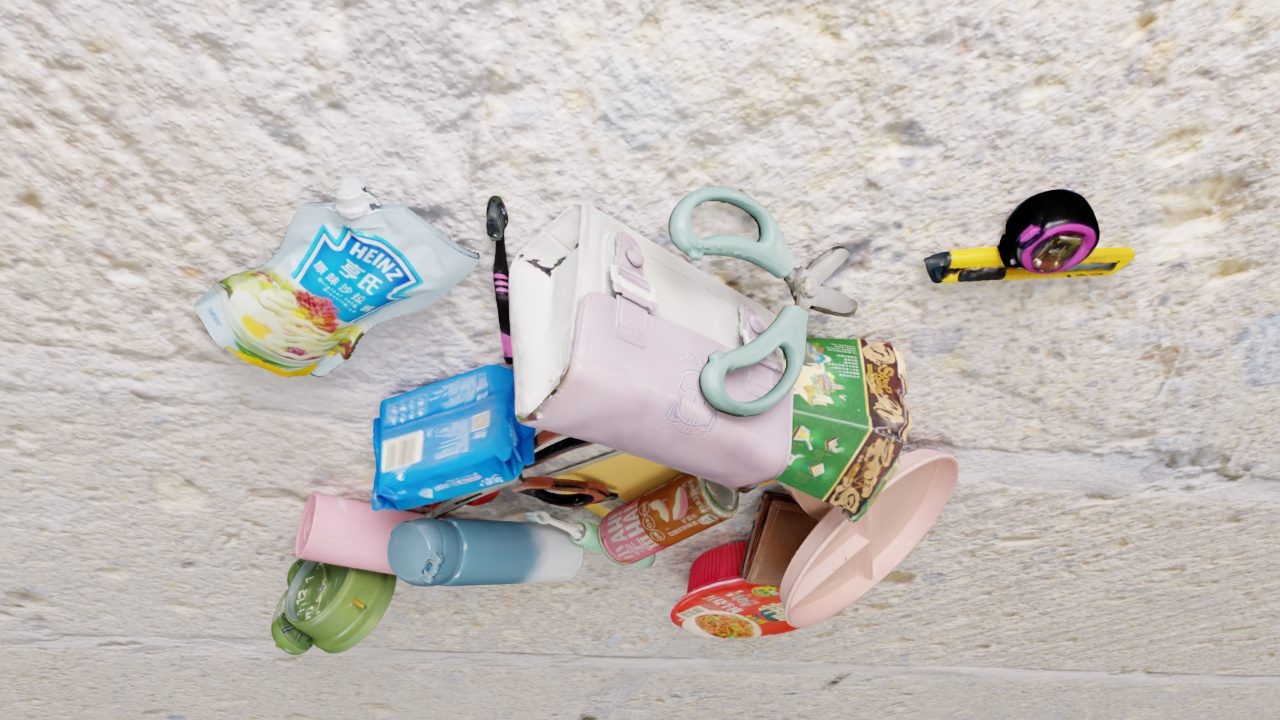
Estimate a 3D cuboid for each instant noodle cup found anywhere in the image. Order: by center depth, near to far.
[{"bbox_3d":[0.127,0.267,1.085,0.194,0.065,0.194,-3,145,-3],"label":"instant noodle cup"}]

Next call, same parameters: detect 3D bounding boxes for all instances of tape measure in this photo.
[{"bbox_3d":[0.279,-0.085,0.622,0.057,0.039,0.058,1,144,-7],"label":"tape measure"}]

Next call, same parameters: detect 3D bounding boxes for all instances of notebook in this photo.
[{"bbox_3d":[0.030,0.114,0.906,0.207,0.010,0.146,-22,141,24],"label":"notebook"}]

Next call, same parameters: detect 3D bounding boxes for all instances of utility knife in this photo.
[{"bbox_3d":[0.281,-0.069,0.665,0.154,0.015,0.033,-3,148,-2],"label":"utility knife"}]

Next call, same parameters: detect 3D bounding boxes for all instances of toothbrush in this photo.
[{"bbox_3d":[-0.099,-0.048,0.660,0.014,0.017,0.190,7,146,0],"label":"toothbrush"},{"bbox_3d":[-0.047,0.186,0.959,0.027,0.026,0.224,-7,156,29],"label":"toothbrush"}]

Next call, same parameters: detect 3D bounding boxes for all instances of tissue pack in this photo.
[{"bbox_3d":[-0.150,0.063,0.746,0.157,0.094,0.052,-18,144,15],"label":"tissue pack"}]

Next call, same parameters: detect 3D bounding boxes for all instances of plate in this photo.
[{"bbox_3d":[0.223,0.173,0.903,0.229,0.028,0.230,-27,143,-23],"label":"plate"}]

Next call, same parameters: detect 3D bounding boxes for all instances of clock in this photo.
[{"bbox_3d":[-0.333,0.250,0.977,0.161,0.116,0.056,-26,128,23],"label":"clock"}]

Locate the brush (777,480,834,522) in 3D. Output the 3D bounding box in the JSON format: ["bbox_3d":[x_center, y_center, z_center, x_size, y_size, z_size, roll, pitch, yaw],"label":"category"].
[{"bbox_3d":[0.164,0.113,0.864,0.063,0.073,0.145,-17,144,17],"label":"brush"}]

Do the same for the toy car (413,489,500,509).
[{"bbox_3d":[-0.188,0.124,0.883,0.106,0.031,0.049,-1,146,-8],"label":"toy car"}]

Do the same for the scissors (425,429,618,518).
[{"bbox_3d":[-0.110,0.103,0.840,0.222,0.015,0.190,7,141,-24],"label":"scissors"}]

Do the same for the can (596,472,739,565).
[{"bbox_3d":[0.026,0.151,0.896,0.058,0.057,0.148,26,135,-36],"label":"can"}]

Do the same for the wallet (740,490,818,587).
[{"bbox_3d":[0.174,0.195,0.972,0.124,0.032,0.101,11,106,-18],"label":"wallet"}]

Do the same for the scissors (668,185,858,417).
[{"bbox_3d":[0.083,-0.029,0.602,0.172,0.178,0.019,18,163,-33],"label":"scissors"}]

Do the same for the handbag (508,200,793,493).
[{"bbox_3d":[0.013,-0.002,0.625,0.197,0.144,0.099,24,139,-35],"label":"handbag"}]

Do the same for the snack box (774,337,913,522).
[{"bbox_3d":[0.143,0.045,0.741,0.105,0.118,0.118,14,136,-5],"label":"snack box"}]

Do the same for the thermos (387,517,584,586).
[{"bbox_3d":[-0.146,0.186,0.894,0.070,0.070,0.220,-26,155,28],"label":"thermos"}]

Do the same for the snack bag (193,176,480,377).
[{"bbox_3d":[-0.212,-0.050,0.629,0.191,0.038,0.110,-28,127,29],"label":"snack bag"}]

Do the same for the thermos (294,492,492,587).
[{"bbox_3d":[-0.238,0.189,0.924,0.198,0.087,0.067,19,100,-27],"label":"thermos"}]
